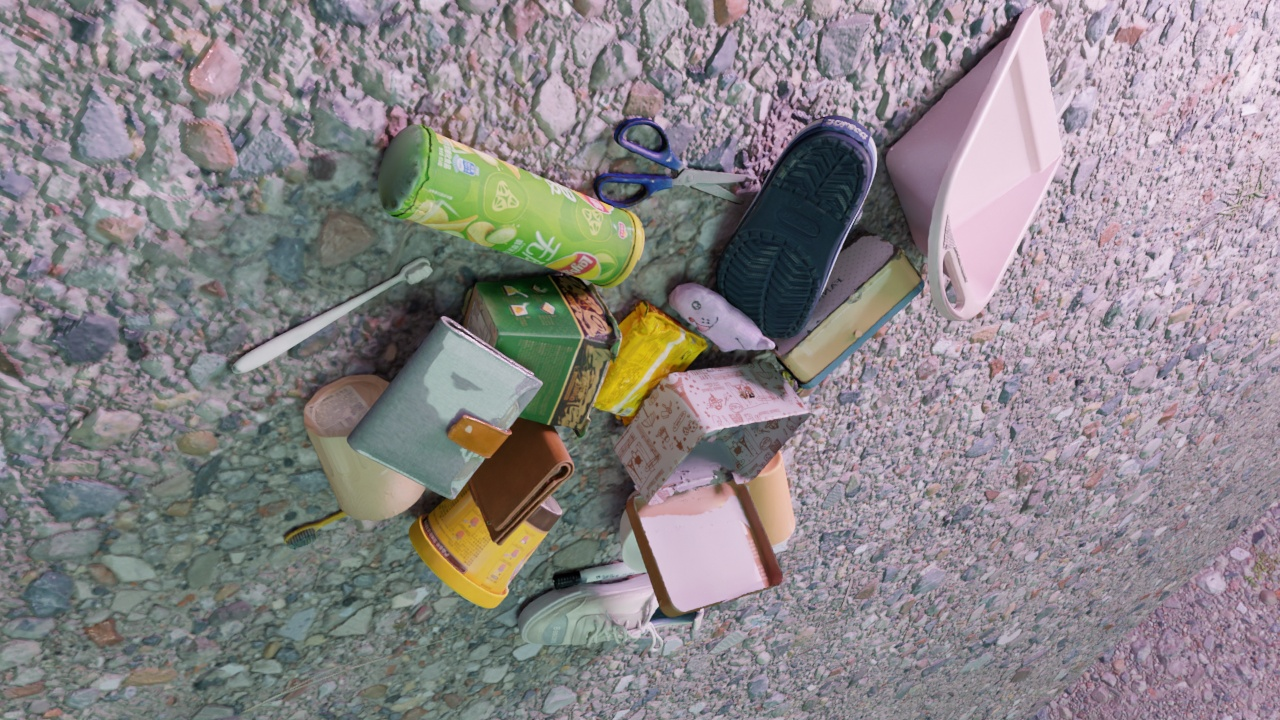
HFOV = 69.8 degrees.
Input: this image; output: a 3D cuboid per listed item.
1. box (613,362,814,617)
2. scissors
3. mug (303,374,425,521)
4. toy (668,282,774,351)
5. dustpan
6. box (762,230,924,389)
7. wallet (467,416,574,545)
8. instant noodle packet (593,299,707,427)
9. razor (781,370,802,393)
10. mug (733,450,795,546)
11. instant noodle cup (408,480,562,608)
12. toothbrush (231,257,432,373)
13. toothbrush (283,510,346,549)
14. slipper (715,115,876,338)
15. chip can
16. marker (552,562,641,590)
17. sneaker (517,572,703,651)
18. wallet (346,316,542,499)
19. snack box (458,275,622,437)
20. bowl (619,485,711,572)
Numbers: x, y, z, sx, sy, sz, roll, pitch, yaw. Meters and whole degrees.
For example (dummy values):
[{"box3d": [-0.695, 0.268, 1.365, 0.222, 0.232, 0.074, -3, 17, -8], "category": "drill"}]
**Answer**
[{"box3d": [0.094, 0.124, 0.960, 0.179, 0.226, 0.157, -2, 154, -43], "category": "box"}, {"box3d": [0.030, -0.159, 0.829, 0.141, 0.012, 0.171, -42, 136, 4], "category": "scissors"}, {"box3d": [-0.223, 0.067, 0.811, 0.124, 0.084, 0.104, -27, 135, -21], "category": "mug"}, {"box3d": [0.073, -0.042, 0.913, 0.108, 0.084, 0.038, 34, 70, -24], "category": "toy"}, {"box3d": [0.370, -0.176, 0.940, 0.273, 0.138, 0.222, -40, 136, 4], "category": "dustpan"}, {"box3d": [0.204, -0.050, 0.970, 0.184, 0.089, 0.059, -44, 117, 9], "category": "box"}, {"box3d": [-0.120, 0.089, 0.841, 0.108, 0.131, 0.031, -46, 131, 10], "category": "wallet"}, {"box3d": [-0.005, 0.005, 0.923, 0.128, 0.044, 0.110, -48, 138, 15], "category": "instant noodle packet"}, {"box3d": [0.203, -0.005, 1.065, 0.042, 0.022, 0.143, 43, 95, -2], "category": "razor"}, {"box3d": [0.149, 0.163, 1.137, 0.078, 0.078, 0.123, -24, 130, -14], "category": "mug"}, {"box3d": [-0.150, 0.165, 0.919, 0.114, 0.118, 0.118, -48, 136, 1], "category": "instant noodle cup"}, {"box3d": [-0.251, -0.035, 0.751, 0.180, 0.016, 0.016, -30, 134, -7], "category": "toothbrush"}, {"box3d": [-0.253, 0.137, 0.894, 0.191, 0.018, 0.016, -24, 137, -13], "category": "toothbrush"}, {"box3d": [0.148, -0.131, 0.876, 0.253, 0.105, 0.095, 108, 10, -48], "category": "slipper"}, {"box3d": [-0.100, -0.119, 0.736, 0.221, 0.072, 0.073, 15, 116, -40], "category": "chip can"}, {"box3d": [-0.047, 0.263, 1.134, 0.130, 0.018, 0.023, -2, 135, -30], "category": "marker"}, {"box3d": [-0.031, 0.327, 1.145, 0.241, 0.090, 0.090, -6, 128, -28], "category": "sneaker"}, {"box3d": [-0.154, 0.043, 0.737, 0.106, 0.037, 0.130, 35, 102, -27], "category": "wallet"}, {"box3d": [-0.097, -0.008, 0.803, 0.105, 0.117, 0.118, 3, 125, -29], "category": "snack box"}, {"box3d": [0.018, 0.183, 1.073, 0.118, 0.064, 0.118, -18, 134, -20], "category": "bowl"}]
